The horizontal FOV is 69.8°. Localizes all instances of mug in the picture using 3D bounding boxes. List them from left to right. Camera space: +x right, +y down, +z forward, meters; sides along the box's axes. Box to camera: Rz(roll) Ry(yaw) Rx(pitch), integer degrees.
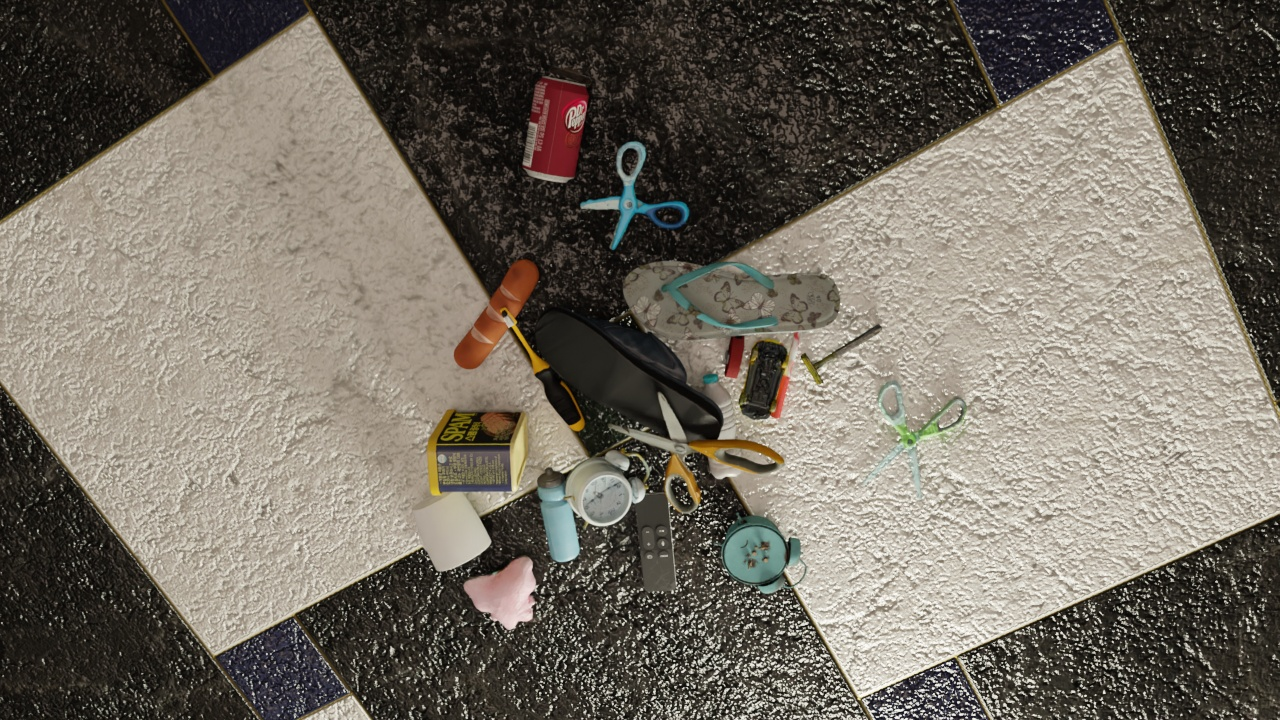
[{"bbox_3d":[-0.267,0.226,1.236,0.114,0.080,0.087,-19,100,40],"label":"mug"}]

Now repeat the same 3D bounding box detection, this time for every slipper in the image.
[{"bbox_3d":[-0.007,0.007,1.155,0.265,0.083,0.109,31,138,-5],"label":"slipper"},{"bbox_3d":[0.111,-0.071,1.120,0.269,0.055,0.098,4,86,0],"label":"slipper"}]

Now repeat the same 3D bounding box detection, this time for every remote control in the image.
[{"bbox_3d":[0.021,0.249,1.255,0.045,0.008,0.147,-4,106,4],"label":"remote control"}]

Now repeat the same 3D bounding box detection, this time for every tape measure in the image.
[{"bbox_3d":[0.117,-0.008,1.152,0.019,0.051,0.059,10,107,0],"label":"tape measure"}]

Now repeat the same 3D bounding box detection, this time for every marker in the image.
[{"bbox_3d":[0.191,0.008,1.173,0.013,0.012,0.142,12,106,-1],"label":"marker"}]

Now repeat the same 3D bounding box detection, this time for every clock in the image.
[{"bbox_3d":[-0.042,0.165,1.204,0.117,0.057,0.083,-35,110,-10],"label":"clock"},{"bbox_3d":[0.165,0.258,1.226,0.124,0.053,0.090,33,106,-6],"label":"clock"}]

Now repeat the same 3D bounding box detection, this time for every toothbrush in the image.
[{"bbox_3d":[-0.124,0.013,1.168,0.031,0.030,0.197,-26,115,11],"label":"toothbrush"}]

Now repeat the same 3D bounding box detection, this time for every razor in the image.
[{"bbox_3d":[0.258,-0.014,1.159,0.106,0.026,0.042,-32,100,7],"label":"razor"}]

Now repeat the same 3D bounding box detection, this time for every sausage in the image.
[{"bbox_3d":[-0.180,-0.057,1.158,0.039,0.044,0.164,40,105,12],"label":"sausage"}]

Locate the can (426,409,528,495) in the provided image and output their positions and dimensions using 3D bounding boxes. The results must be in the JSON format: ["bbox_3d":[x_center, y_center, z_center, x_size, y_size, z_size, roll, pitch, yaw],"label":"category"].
[{"bbox_3d":[-0.202,0.114,1.163,0.104,0.135,0.075,0,106,0],"label":"can"}]

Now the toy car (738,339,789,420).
[{"bbox_3d":[0.156,0.025,1.170,0.049,0.030,0.107,13,104,-2],"label":"toy car"}]

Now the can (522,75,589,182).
[{"bbox_3d":[-0.100,-0.272,1.081,0.063,0.063,0.114,12,106,0],"label":"can"}]

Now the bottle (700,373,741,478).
[{"bbox_3d":[0.101,0.084,1.183,0.044,0.044,0.136,-10,105,6],"label":"bottle"}]

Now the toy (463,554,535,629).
[{"bbox_3d":[-0.183,0.322,1.265,0.102,0.050,0.093,-26,100,7],"label":"toy"}]

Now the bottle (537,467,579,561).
[{"bbox_3d":[-0.112,0.204,1.232,0.040,0.040,0.130,-8,106,5],"label":"bottle"}]

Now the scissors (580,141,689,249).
[{"bbox_3d":[-0.002,-0.195,1.125,0.140,0.011,0.134,20,104,-4],"label":"scissors"}]

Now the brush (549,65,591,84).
[{"bbox_3d":[-0.079,-0.321,1.024,0.045,0.143,0.008,15,108,-10],"label":"brush"}]

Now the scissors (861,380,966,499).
[{"bbox_3d":[0.345,0.100,1.193,0.165,0.024,0.171,43,102,-15],"label":"scissors"}]

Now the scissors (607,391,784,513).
[{"bbox_3d":[0.065,0.126,1.161,0.225,0.016,0.230,14,136,10],"label":"scissors"}]
